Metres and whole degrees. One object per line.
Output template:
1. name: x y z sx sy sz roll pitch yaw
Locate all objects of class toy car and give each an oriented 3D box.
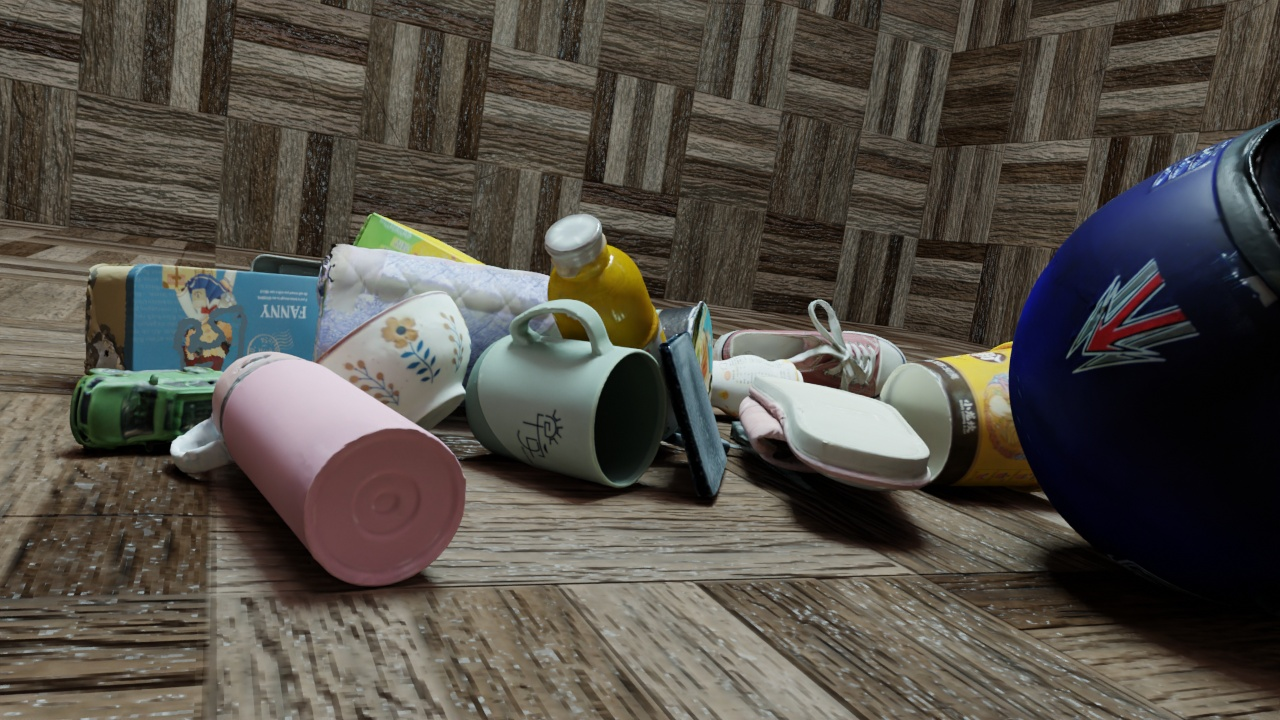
1. toy car: -0.262 0.026 0.504 0.036 0.043 0.091 14 9 33

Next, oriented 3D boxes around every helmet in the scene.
1. helmet: 0.362 0.015 0.505 0.315 0.246 0.241 1 -35 -14

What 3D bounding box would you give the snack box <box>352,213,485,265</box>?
1. snack box: -0.166 -0.061 0.921 0.210 0.070 0.157 29 3 11

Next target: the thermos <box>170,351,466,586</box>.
1. thermos: -0.161 0.043 0.428 0.087 0.067 0.199 -31 28 -28

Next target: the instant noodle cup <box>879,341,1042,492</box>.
1. instant noodle cup: 0.256 0.046 0.703 0.114 0.118 0.118 -3 10 -18

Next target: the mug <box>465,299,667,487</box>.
1. mug: -0.050 0.015 0.567 0.106 0.112 0.082 10 28 33

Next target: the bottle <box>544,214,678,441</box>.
1. bottle: -0.019 -0.017 0.630 0.068 0.067 0.190 12 -36 29

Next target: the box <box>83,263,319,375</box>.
1. box: -0.310 -0.025 0.683 0.060 0.090 0.184 5 6 30

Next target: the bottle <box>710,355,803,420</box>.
1. bottle: 0.095 0.025 0.862 0.108 0.063 0.063 8 7 -7

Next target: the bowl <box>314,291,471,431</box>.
1. bowl: -0.150 0.014 0.581 0.062 0.113 0.113 52 13 3

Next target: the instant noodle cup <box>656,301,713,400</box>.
1. instant noodle cup: -0.005 0.005 0.797 0.120 0.111 0.111 1 5 15

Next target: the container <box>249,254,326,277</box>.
1. container: -0.340 -0.057 0.930 0.090 0.090 0.114 7 4 -13

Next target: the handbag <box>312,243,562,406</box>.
1. handbag: -0.146 -0.023 0.692 0.193 0.075 0.134 7 -32 -21

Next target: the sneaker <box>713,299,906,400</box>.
1. sneaker: 0.197 0.003 0.975 0.240 0.118 0.088 6 -9 -24

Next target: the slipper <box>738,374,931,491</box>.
1. slipper: 0.131 0.055 0.645 0.114 0.054 0.274 11 8 -2

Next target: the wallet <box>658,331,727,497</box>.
1. wallet: 0.034 0.031 0.603 0.019 0.097 0.120 -16 3 8

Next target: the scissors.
1. scissors: 0.094 0.072 0.701 0.181 0.014 0.159 13 10 15
